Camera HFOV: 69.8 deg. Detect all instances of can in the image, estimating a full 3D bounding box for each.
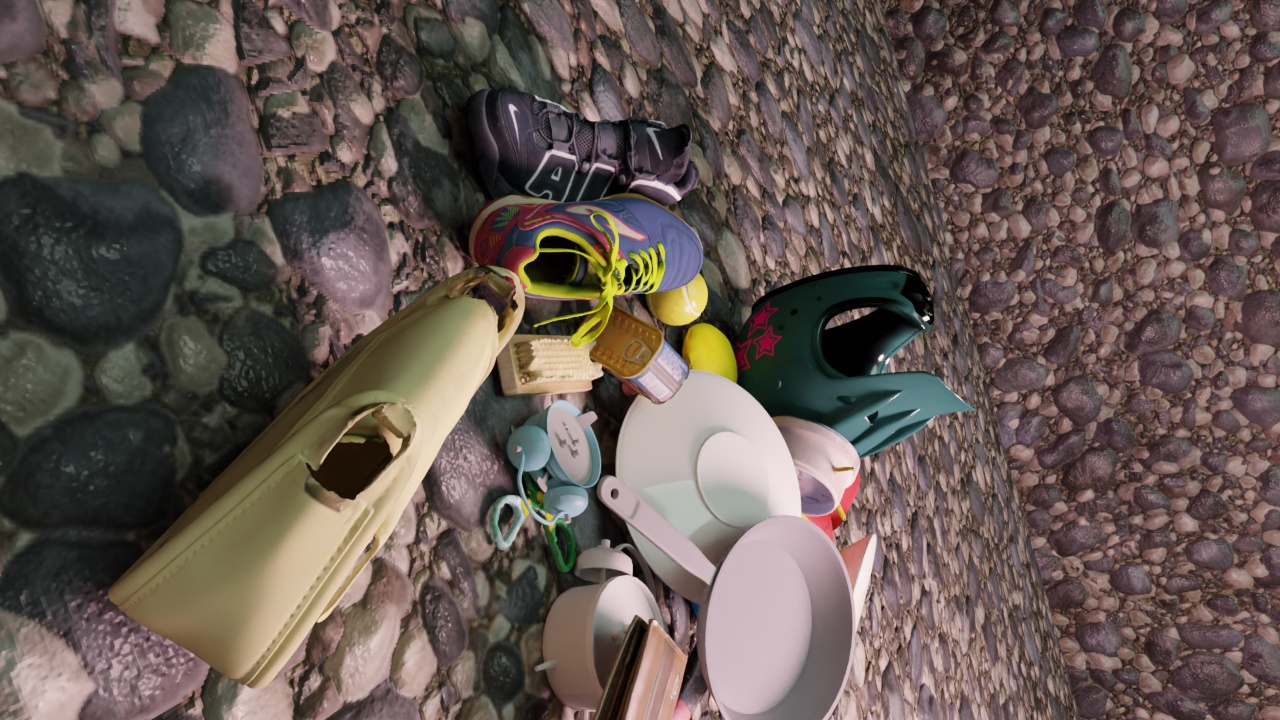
[{"bbox_3d":[-0.007,-0.005,0.833,0.054,0.100,0.059,-53,135,-7],"label":"can"}]

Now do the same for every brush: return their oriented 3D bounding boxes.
[{"bbox_3d":[-0.074,0.002,0.770,0.117,0.039,0.049,-1,79,-58],"label":"brush"}]

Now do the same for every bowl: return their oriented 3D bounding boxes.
[{"bbox_3d":[0.242,0.293,1.137,0.176,0.058,0.176,13,89,-69],"label":"bowl"}]

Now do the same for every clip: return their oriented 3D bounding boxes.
[{"bbox_3d":[-0.011,0.009,0.902,0.060,0.044,0.023,55,17,27],"label":"clip"}]

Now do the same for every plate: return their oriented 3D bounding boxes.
[{"bbox_3d":[0.078,0.114,0.859,0.229,0.030,0.229,15,63,-33],"label":"plate"}]

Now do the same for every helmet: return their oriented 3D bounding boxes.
[{"bbox_3d":[0.232,0.016,1.055,0.176,0.276,0.199,29,53,-43],"label":"helmet"}]

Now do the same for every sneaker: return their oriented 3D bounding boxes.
[{"bbox_3d":[-0.026,-0.078,0.778,0.241,0.091,0.116,-2,120,-40],"label":"sneaker"},{"bbox_3d":[-0.032,-0.182,0.814,0.252,0.151,0.097,13,67,-57],"label":"sneaker"}]

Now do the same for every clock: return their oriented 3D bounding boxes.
[{"bbox_3d":[0.157,0.113,1.005,0.117,0.158,0.058,78,34,-51],"label":"clock"},{"bbox_3d":[-0.020,0.216,0.745,0.120,0.061,0.158,63,32,-21],"label":"clock"},{"bbox_3d":[-0.067,0.080,0.725,0.087,0.042,0.122,58,25,-20],"label":"clock"}]

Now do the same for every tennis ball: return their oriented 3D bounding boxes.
[{"bbox_3d":[0.038,-0.070,0.972,0.065,0.065,0.065,33,49,-50],"label":"tennis ball"}]

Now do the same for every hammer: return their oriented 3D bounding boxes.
[{"bbox_3d":[0.038,0.305,0.786,0.325,0.036,0.140,-51,122,-45],"label":"hammer"}]

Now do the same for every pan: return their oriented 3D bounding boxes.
[{"bbox_3d":[0.072,0.194,0.778,0.356,0.051,0.200,41,60,-30],"label":"pan"}]

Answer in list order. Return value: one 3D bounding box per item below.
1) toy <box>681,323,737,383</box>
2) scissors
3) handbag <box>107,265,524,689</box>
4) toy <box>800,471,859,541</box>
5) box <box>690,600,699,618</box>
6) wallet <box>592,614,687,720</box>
[{"bbox_3d":[0.078,0.004,1.034,0.094,0.041,0.095,24,57,-49],"label":"toy"},{"bbox_3d":[-0.086,0.113,0.728,0.130,0.011,0.125,-17,87,-62],"label":"scissors"},{"bbox_3d":[-0.149,0.051,0.491,0.088,0.191,0.232,46,24,-14],"label":"handbag"},{"bbox_3d":[0.205,0.173,1.127,0.215,0.099,0.147,-46,124,-52],"label":"toy"},{"bbox_3d":[0.091,0.186,0.946,0.243,0.070,0.170,62,31,-22],"label":"box"},{"bbox_3d":[-0.001,0.260,0.677,0.099,0.027,0.120,60,42,-49],"label":"wallet"}]
